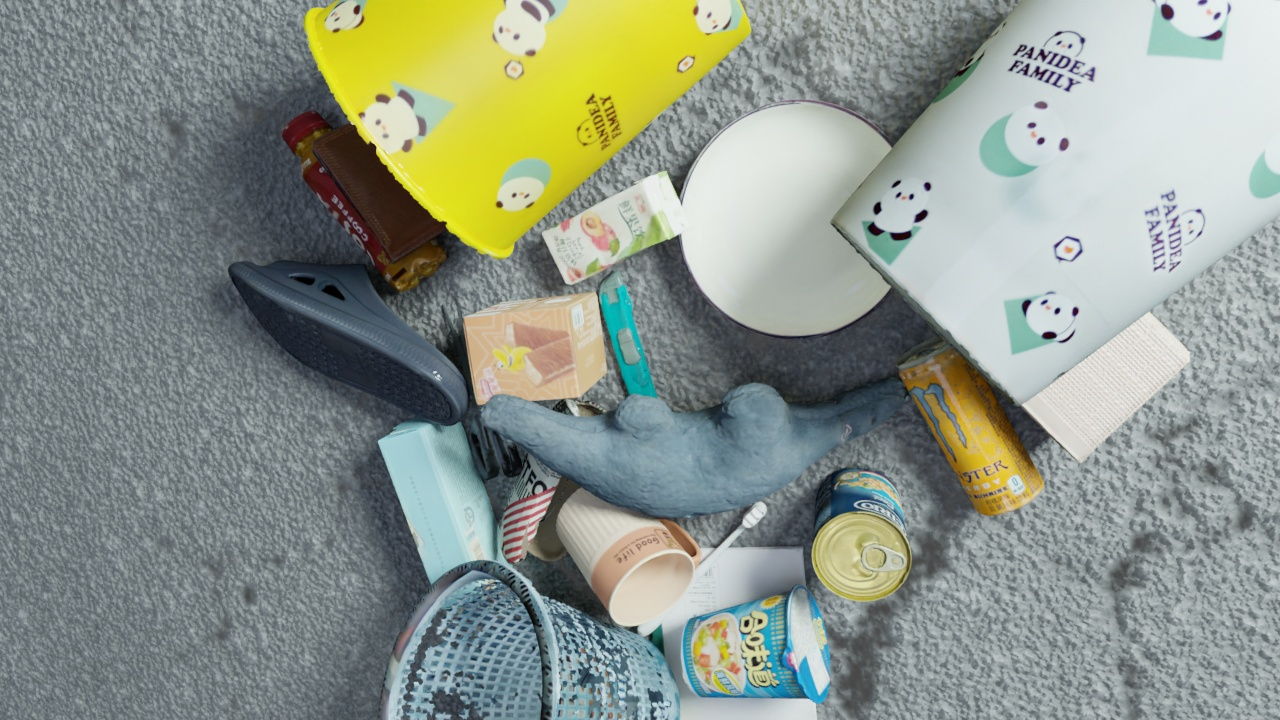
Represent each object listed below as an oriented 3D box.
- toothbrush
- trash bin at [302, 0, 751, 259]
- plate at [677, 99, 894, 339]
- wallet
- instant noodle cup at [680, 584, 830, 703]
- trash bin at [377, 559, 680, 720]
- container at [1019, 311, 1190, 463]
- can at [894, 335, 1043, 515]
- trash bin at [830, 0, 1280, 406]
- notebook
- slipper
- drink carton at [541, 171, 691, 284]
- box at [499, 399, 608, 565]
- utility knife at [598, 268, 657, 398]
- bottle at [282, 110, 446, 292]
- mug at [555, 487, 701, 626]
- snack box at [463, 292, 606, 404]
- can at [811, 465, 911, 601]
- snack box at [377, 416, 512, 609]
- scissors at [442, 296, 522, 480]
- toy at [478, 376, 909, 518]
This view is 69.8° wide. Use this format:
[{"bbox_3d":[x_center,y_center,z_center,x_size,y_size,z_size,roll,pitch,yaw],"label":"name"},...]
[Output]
[{"bbox_3d":[0.053,0.194,0.838,0.016,0.016,0.180,44,108,10],"label":"toothbrush"},{"bbox_3d":[-0.073,-0.242,0.686,0.255,0.229,0.229,-35,92,12],"label":"trash bin"},{"bbox_3d":[0.128,-0.114,0.755,0.192,0.039,0.192,3,102,12],"label":"plate"},{"bbox_3d":[-0.210,-0.159,0.796,0.101,0.032,0.124,-35,89,-23],"label":"wallet"},{"bbox_3d":[0.097,0.253,0.802,0.110,0.099,0.099,-15,98,25],"label":"instant noodle cup"},{"bbox_3d":[-0.082,0.300,0.788,0.227,0.195,0.226,-21,58,38],"label":"trash bin"},{"bbox_3d":[0.342,0.004,0.708,0.090,0.090,0.111,45,104,1],"label":"container"},{"bbox_3d":[0.268,0.052,0.748,0.058,0.058,0.146,-30,94,16],"label":"can"},{"bbox_3d":[0.282,-0.119,0.610,0.229,0.229,0.252,45,102,1],"label":"trash bin"},{"bbox_3d":[0.085,0.275,0.860,0.150,0.012,0.209,-3,100,15],"label":"notebook"},{"bbox_3d":[-0.253,-0.030,0.839,0.268,0.083,0.111,25,146,18],"label":"slipper"},{"bbox_3d":[-0.020,-0.109,0.767,0.123,0.045,0.053,-20,99,40],"label":"drink carton"},{"bbox_3d":[-0.071,0.113,0.844,0.086,0.076,0.163,13,107,-30],"label":"box"},{"bbox_3d":[-0.005,0.005,0.823,0.029,0.013,0.174,-15,98,16],"label":"utility knife"},{"bbox_3d":[-0.251,-0.144,0.824,0.057,0.057,0.175,-39,91,17],"label":"bottle"},{"bbox_3d":[-0.004,0.164,0.809,0.106,0.114,0.082,45,126,43],"label":"mug"},{"bbox_3d":[-0.089,-0.012,0.797,0.094,0.092,0.077,-5,101,13],"label":"snack box"},{"bbox_3d":[0.181,0.139,0.760,0.075,0.111,0.075,3,104,11],"label":"can"},{"bbox_3d":[-0.180,0.137,0.858,0.052,0.074,0.175,-16,98,14],"label":"snack box"},{"bbox_3d":[-0.146,0.032,0.841,0.163,0.014,0.165,42,134,39],"label":"scissors"},{"bbox_3d":[0.049,0.070,0.767,0.356,0.091,0.138,-4,126,-7],"label":"toy"}]
